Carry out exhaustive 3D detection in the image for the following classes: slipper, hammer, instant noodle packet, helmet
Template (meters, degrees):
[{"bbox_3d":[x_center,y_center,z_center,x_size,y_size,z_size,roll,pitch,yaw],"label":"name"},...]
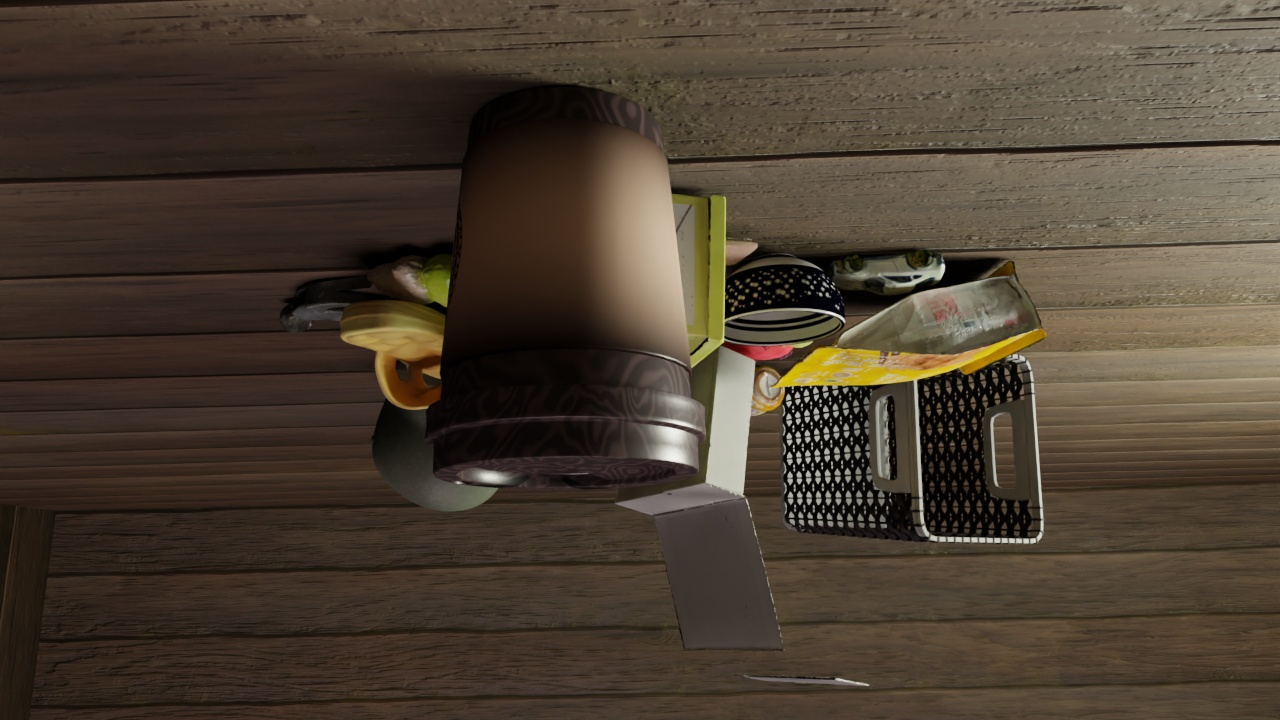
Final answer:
[{"bbox_3d":[-0.209,0.006,0.906,0.099,0.078,0.263,-6,166,9],"label":"slipper"},{"bbox_3d":[-0.199,-0.029,0.981,0.330,0.033,0.132,13,158,-34],"label":"hammer"},{"bbox_3d":[0.249,-0.017,0.906,0.221,0.084,0.163,-13,170,-11],"label":"instant noodle packet"},{"bbox_3d":[-0.262,0.113,1.215,0.227,0.154,0.268,25,-176,-22],"label":"helmet"}]

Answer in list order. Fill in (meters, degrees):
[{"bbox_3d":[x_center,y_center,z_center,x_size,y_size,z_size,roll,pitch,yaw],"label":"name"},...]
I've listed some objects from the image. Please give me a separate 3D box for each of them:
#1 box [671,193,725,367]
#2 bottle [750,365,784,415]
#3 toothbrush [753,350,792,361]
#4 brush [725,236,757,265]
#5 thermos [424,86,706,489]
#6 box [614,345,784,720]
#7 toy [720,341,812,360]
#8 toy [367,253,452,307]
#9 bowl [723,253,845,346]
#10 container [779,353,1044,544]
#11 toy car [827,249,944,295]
[{"bbox_3d":[0.005,-0.047,0.781,0.079,0.124,0.221,4,164,-10],"label":"box"},{"bbox_3d":[0.153,0.047,1.281,0.063,0.063,0.109,5,165,-22],"label":"bottle"},{"bbox_3d":[0.138,0.007,1.208,0.016,0.016,0.190,47,150,-10],"label":"toothbrush"},{"bbox_3d":[0.060,-0.092,0.829,0.050,0.015,0.136,2,171,-14],"label":"brush"},{"bbox_3d":[-0.047,-0.040,0.585,0.173,0.226,0.173,-1,166,0],"label":"thermos"},{"bbox_3d":[0.062,0.199,0.996,0.108,0.418,0.167,7,162,-35],"label":"box"},{"bbox_3d":[0.136,-0.025,1.030,0.135,0.045,0.091,-17,158,30],"label":"toy"},{"bbox_3d":[-0.183,-0.071,0.827,0.118,0.043,0.092,2,169,1],"label":"toy"},{"bbox_3d":[0.125,-0.060,0.845,0.120,0.066,0.120,-1,166,0],"label":"bowl"},{"bbox_3d":[0.352,0.119,1.232,0.245,0.247,0.244,8,166,-34],"label":"container"},{"bbox_3d":[0.228,-0.079,0.853,0.105,0.033,0.048,-2,168,8],"label":"toy car"}]
